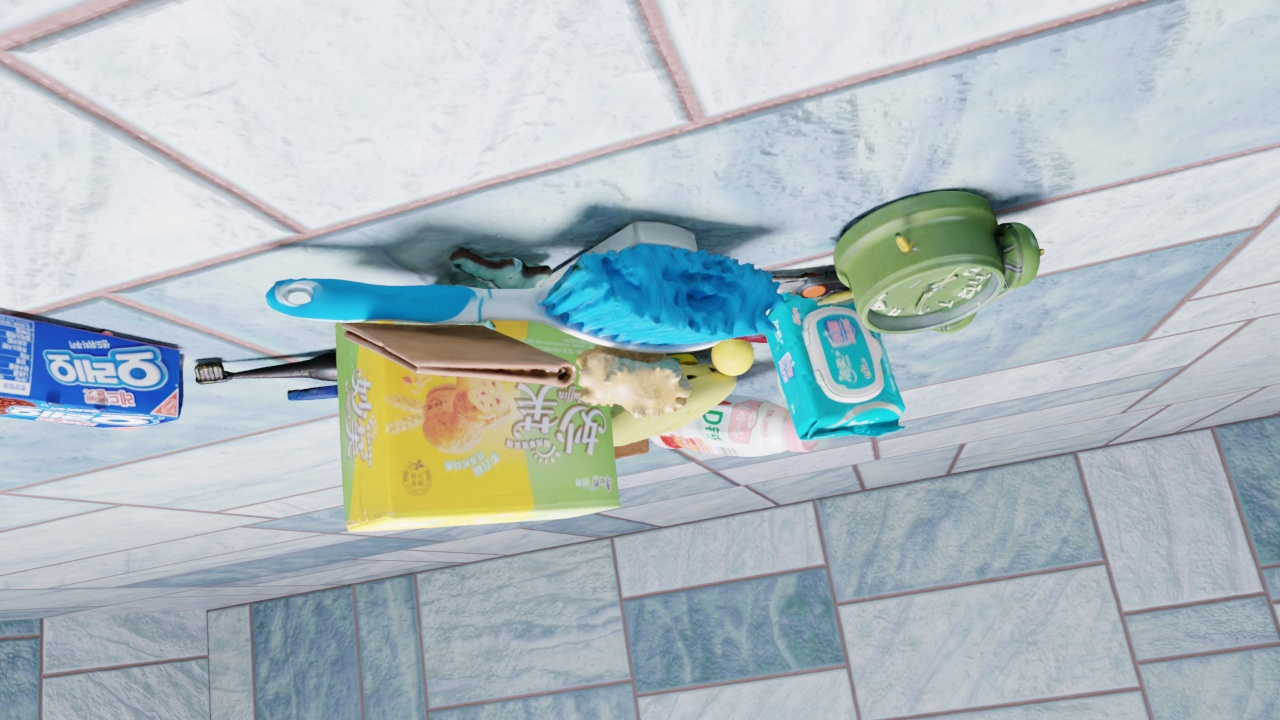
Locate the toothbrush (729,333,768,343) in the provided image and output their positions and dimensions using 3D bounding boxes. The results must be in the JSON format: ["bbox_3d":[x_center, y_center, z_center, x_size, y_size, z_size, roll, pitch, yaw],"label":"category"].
[{"bbox_3d":[0.045,-0.030,0.807,0.187,0.017,0.016,5,163,-34],"label":"toothbrush"}]

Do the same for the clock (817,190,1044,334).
[{"bbox_3d":[0.217,-0.065,0.666,0.161,0.056,0.116,3,153,-26],"label":"clock"}]

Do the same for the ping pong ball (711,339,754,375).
[{"bbox_3d":[0.087,-0.006,0.865,0.040,0.040,0.040,-9,165,-3],"label":"ping pong ball"}]

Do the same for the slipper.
[{"bbox_3d":[0.019,0.024,0.870,0.092,0.081,0.190,-35,169,33],"label":"slipper"}]

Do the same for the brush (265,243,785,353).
[{"bbox_3d":[-0.059,-0.038,0.577,0.314,0.060,0.110,5,163,-33],"label":"brush"}]

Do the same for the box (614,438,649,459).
[{"bbox_3d":[-0.123,0.106,0.995,0.177,0.082,0.259,0,-179,29],"label":"box"}]

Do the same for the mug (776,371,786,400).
[{"bbox_3d":[0.201,0.017,0.964,0.078,0.078,0.122,-17,168,27],"label":"mug"}]

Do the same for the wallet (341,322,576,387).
[{"bbox_3d":[-0.114,-0.006,0.575,0.115,0.020,0.101,3,-169,-42],"label":"wallet"}]

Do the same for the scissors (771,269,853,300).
[{"bbox_3d":[0.153,-0.071,0.725,0.234,0.021,0.149,6,152,-29],"label":"scissors"}]

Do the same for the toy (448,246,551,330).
[{"bbox_3d":[-0.107,-0.049,0.625,0.092,0.030,0.096,-26,152,27],"label":"toy"}]

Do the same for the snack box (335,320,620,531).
[{"bbox_3d":[-0.119,0.044,0.705,0.209,0.157,0.070,5,163,-42],"label":"snack box"}]

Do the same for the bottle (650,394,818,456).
[{"bbox_3d":[0.098,0.069,0.989,0.197,0.068,0.068,2,176,42],"label":"bottle"}]

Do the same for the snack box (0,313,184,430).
[{"bbox_3d":[-0.402,0.005,0.593,0.058,0.057,0.207,-13,165,25],"label":"snack box"}]

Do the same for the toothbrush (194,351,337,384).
[{"bbox_3d":[-0.245,0.004,0.741,0.212,0.026,0.027,-4,134,-15],"label":"toothbrush"}]

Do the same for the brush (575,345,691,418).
[{"bbox_3d":[-0.004,0.004,0.721,0.083,0.046,0.254,7,-174,0],"label":"brush"}]

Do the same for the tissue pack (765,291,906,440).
[{"bbox_3d":[0.165,0.006,0.780,0.093,0.133,0.050,-7,161,-22],"label":"tissue pack"}]

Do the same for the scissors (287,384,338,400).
[{"bbox_3d":[-0.219,0.023,0.791,0.174,0.012,0.163,-4,176,-35],"label":"scissors"}]

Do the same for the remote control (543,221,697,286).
[{"bbox_3d":[-0.023,-0.061,0.642,0.056,0.019,0.135,4,159,-41],"label":"remote control"}]
